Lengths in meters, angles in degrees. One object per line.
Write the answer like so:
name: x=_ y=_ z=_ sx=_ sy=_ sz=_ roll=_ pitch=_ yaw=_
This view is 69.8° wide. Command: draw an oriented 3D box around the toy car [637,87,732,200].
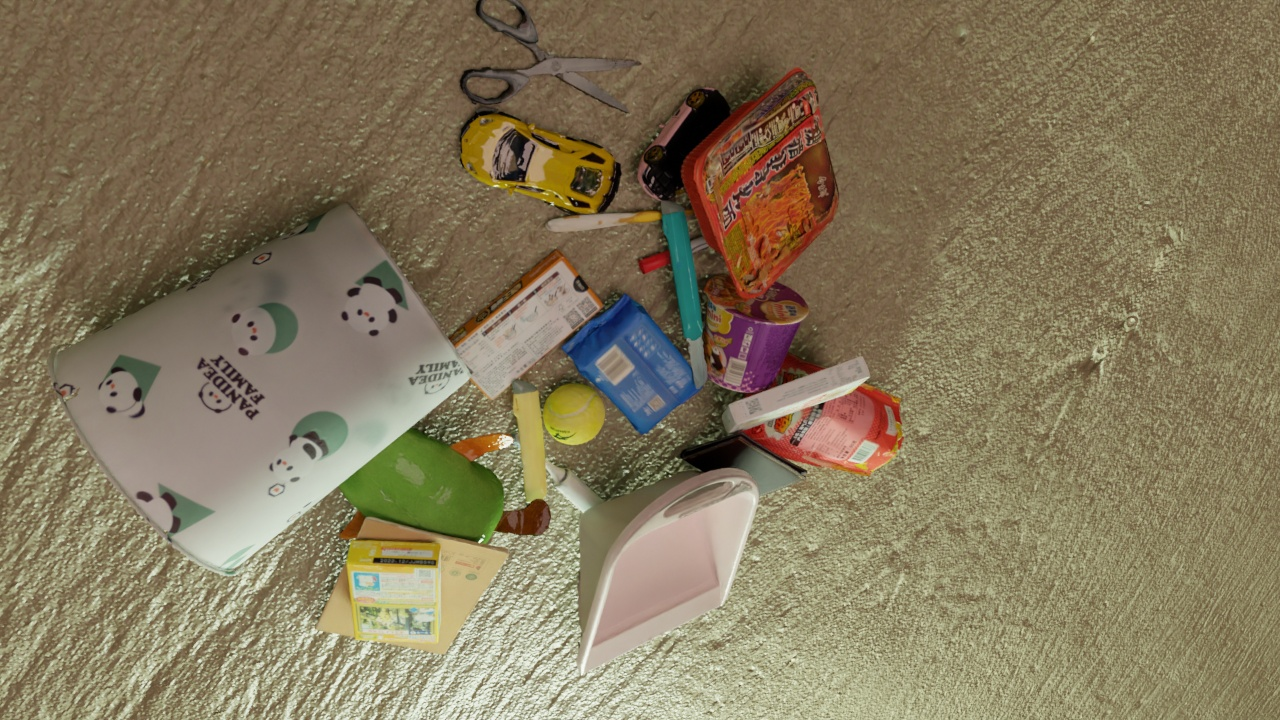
toy car: x=0.042 y=-0.214 z=0.906 sx=0.122 sy=0.037 sz=0.056 roll=-53 pitch=129 yaw=-7

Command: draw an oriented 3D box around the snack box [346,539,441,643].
snack box: x=-0.246 y=0.235 z=0.926 sx=0.087 sy=0.033 sz=0.141 roll=4 pitch=130 yaw=-7

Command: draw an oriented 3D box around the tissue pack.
tissue pack: x=-0.006 y=0.006 z=0.980 sx=0.095 sy=0.052 sz=0.157 roll=-41 pitch=123 yaw=1

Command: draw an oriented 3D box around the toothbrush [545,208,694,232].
toothbrush: x=-0.004 y=-0.147 z=0.931 sx=0.191 sy=0.018 sz=0.016 roll=-9 pitch=113 yaw=-17

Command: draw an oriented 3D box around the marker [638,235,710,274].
marker: x=0.066 y=-0.124 z=0.969 sx=0.145 sy=0.017 sz=0.017 roll=-22 pitch=121 yaw=-12

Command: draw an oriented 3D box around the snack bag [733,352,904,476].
snack bag: x=0.214 y=0.068 z=1.101 sx=0.207 sy=0.073 sz=0.129 roll=17 pitch=100 yaw=-20

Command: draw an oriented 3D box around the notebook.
notebook: x=-0.243 y=0.241 z=0.959 sx=0.147 sy=0.008 sz=0.208 roll=18 pitch=129 yaw=-19

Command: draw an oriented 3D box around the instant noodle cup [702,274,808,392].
instant noodle cup: x=0.115 y=-0.027 z=0.990 sx=0.111 sy=0.111 sz=0.099 roll=-4 pitch=124 yaw=-22

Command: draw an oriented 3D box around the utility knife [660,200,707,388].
utility knife: x=0.047 y=-0.067 z=0.953 sx=0.029 sy=0.013 sz=0.205 roll=-17 pitch=108 yaw=-21

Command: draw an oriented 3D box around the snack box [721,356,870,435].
snack box: x=0.169 y=0.041 z=1.017 sx=0.156 sy=0.085 sz=0.027 roll=-19 pitch=78 yaw=-5

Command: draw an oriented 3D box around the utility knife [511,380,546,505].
utility knife: x=-0.116 y=0.093 z=0.969 sx=0.031 sy=0.018 sz=0.165 roll=-11 pitch=112 yaw=-19

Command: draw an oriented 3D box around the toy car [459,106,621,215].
toy car: x=-0.094 y=-0.183 z=0.859 sx=0.155 sy=0.041 sz=0.071 roll=15 pitch=107 yaw=-27

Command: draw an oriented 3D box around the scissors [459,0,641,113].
scissors: x=-0.085 y=-0.270 z=0.837 sx=0.159 sy=0.014 sz=0.174 roll=-36 pitch=124 yaw=-4

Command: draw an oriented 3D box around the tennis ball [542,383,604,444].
tennis ball: x=-0.070 y=0.056 z=0.969 sx=0.065 sy=0.065 sz=0.065 roll=-9 pitch=117 yaw=-19

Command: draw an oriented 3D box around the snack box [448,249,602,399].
snack box: x=-0.118 y=-0.035 z=0.928 sx=0.153 sy=0.026 sz=0.075 roll=-40 pitch=123 yaw=-1

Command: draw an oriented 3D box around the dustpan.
dustpan: x=0.038 y=0.236 z=1.030 sx=0.222 sy=0.139 sz=0.274 roll=-20 pitch=112 yaw=-30

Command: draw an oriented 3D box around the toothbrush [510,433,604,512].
toothbrush: x=-0.072 y=0.148 z=1.035 sx=0.221 sy=0.026 sz=0.026 roll=48 pitch=54 yaw=-33

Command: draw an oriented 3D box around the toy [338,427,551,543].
toy: x=-0.215 y=0.137 z=0.931 sx=0.227 sy=0.089 sz=0.247 roll=-35 pitch=123 yaw=13

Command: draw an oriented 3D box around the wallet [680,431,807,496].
wallet: x=0.122 y=0.124 z=1.081 sx=0.122 sy=0.020 sz=0.097 roll=32 pitch=139 yaw=-33

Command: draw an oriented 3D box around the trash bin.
trash bin: x=-0.298 y=0.011 z=0.767 sx=0.251 sy=0.229 sz=0.230 roll=-36 pitch=123 yaw=-10

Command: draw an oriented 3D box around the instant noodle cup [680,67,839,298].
instant noodle cup: x=0.115 y=-0.174 z=0.907 sx=0.164 sy=0.079 sz=0.189 roll=-44 pitch=135 yaw=-18
